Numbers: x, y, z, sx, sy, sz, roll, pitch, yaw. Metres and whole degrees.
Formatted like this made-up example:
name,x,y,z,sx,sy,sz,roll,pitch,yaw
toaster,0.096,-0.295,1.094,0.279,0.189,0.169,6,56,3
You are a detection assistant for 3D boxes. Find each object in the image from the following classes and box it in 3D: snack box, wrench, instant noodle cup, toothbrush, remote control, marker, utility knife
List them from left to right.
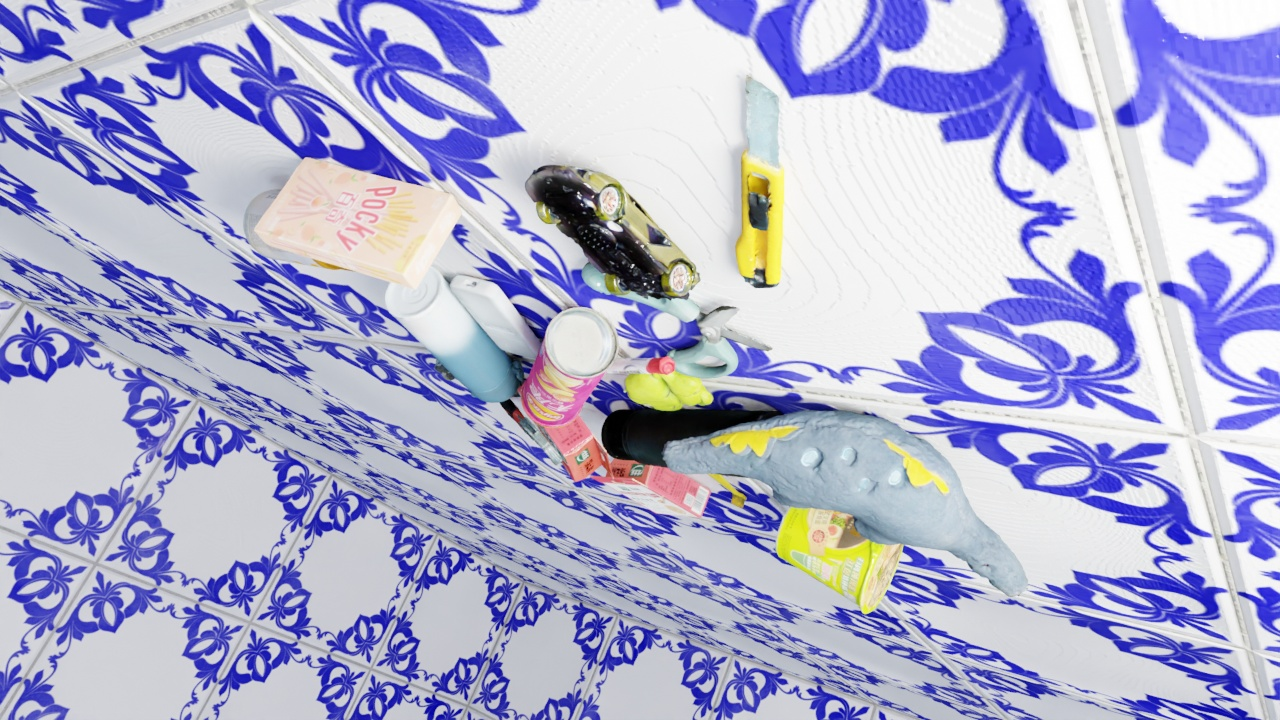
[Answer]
name,x,y,z,sx,sy,sz,roll,pitch,yaw
snack box,-0.237,-0.117,0.770,0.157,0.084,0.026,16,156,19
remote control,-0.146,-0.044,0.944,0.056,0.020,0.136,13,157,25
wrench,-0.145,0.073,1.121,0.056,0.016,0.273,54,170,-20
snack box,-0.088,0.089,1.096,0.127,0.044,0.113,52,168,21
marker,-0.005,0.005,0.886,0.017,0.017,0.145,32,167,-21
snack box,0.013,0.170,1.267,0.127,0.044,0.113,33,159,-27
toothbrush,0.098,0.151,1.139,0.016,0.016,0.190,8,160,28
utility knife,0.073,-0.099,0.569,0.033,0.015,0.216,16,158,14
instant noodle cup,0.228,0.217,1.071,0.123,0.111,0.112,21,161,31

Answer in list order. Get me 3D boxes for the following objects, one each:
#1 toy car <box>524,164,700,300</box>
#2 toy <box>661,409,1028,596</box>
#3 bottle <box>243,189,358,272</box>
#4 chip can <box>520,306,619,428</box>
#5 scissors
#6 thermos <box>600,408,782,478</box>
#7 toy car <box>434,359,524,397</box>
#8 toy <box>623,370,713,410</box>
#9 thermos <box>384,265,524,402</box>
name,x,y,z,sx,sy,sz,roll,pitch,yaw
toy car,-0.017,-0.090,0.652,0.070,0.042,0.158,5,154,41
toy,0.201,0.113,0.818,0.356,0.091,0.138,22,129,-1
bottle,-0.285,-0.118,0.845,0.190,0.068,0.068,12,157,31
chip can,-0.076,0.013,0.934,0.071,0.071,0.211,26,160,-5
scissors,0.027,-0.029,0.792,0.171,0.019,0.170,22,159,3
thermos,0.061,0.083,0.985,0.089,0.068,0.243,0,180,-38
toy car,-0.194,0.017,1.131,0.120,0.036,0.054,24,162,-29
toy,0.024,0.027,0.917,0.100,0.031,0.097,6,154,30
thermos,-0.194,-0.021,0.998,0.070,0.070,0.220,15,159,24
